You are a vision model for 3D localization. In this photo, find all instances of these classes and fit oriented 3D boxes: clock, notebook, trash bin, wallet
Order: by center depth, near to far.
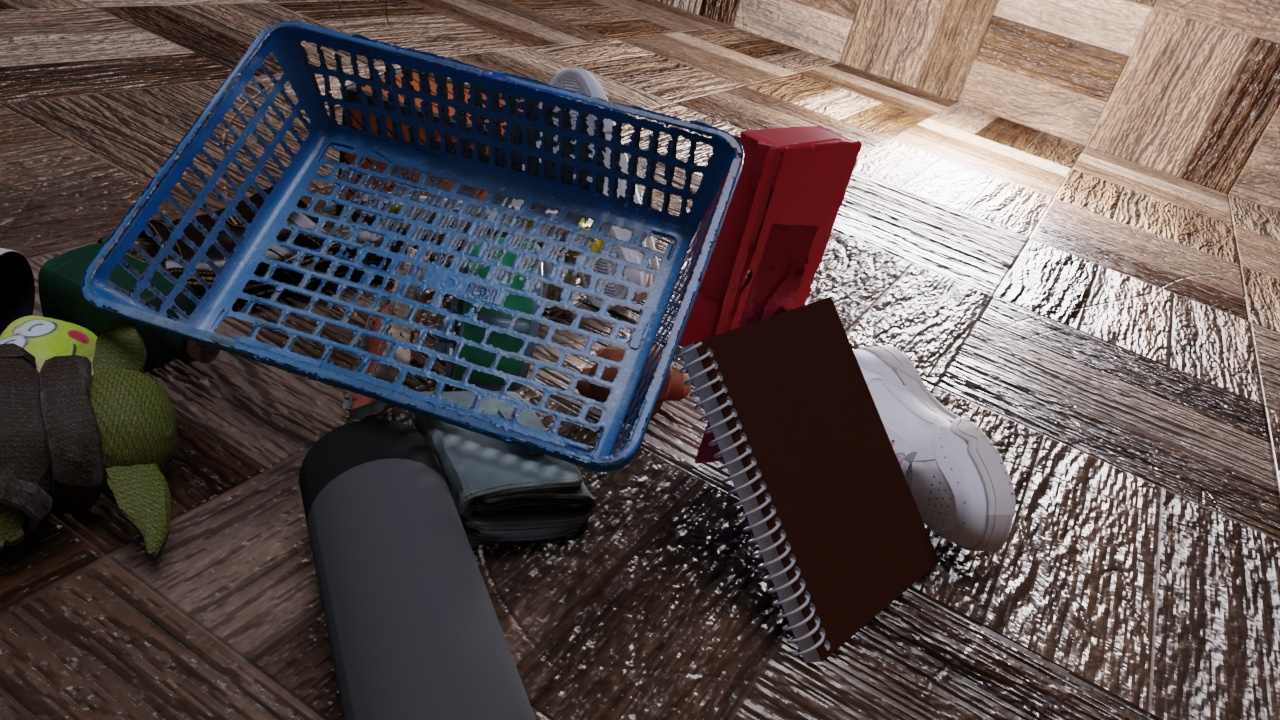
[{"bbox_3d":[0.118,0.071,0.619,0.171,0.022,0.209,-19,86,-45],"label":"notebook"},{"bbox_3d":[-0.097,0.068,0.625,0.100,0.054,0.131,6,25,-36],"label":"wallet"},{"bbox_3d":[-0.125,-0.052,0.742,0.075,0.122,0.161,7,42,-16],"label":"clock"},{"bbox_3d":[-0.201,-0.207,0.963,0.172,0.140,0.139,19,29,7],"label":"trash bin"}]

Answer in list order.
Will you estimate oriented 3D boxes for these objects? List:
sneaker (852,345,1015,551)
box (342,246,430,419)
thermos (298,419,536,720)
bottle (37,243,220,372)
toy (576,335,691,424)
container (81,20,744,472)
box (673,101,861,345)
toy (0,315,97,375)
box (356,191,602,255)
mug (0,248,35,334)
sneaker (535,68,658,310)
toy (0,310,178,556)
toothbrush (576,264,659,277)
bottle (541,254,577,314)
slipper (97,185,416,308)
[{"bbox_3d":[0.194,0.068,0.735,0.104,0.090,0.236,-3,34,-14],"label":"sneaker"},{"bbox_3d":[-0.197,-0.025,0.728,0.042,0.083,0.186,22,24,-19],"label":"box"},{"bbox_3d":[-0.119,0.132,0.475,0.082,0.082,0.240,-2,33,-27],"label":"thermos"},{"bbox_3d":[-0.363,-0.032,0.666,0.131,0.061,0.061,23,33,14],"label":"bottle"},{"bbox_3d":[-0.005,0.005,0.769,0.095,0.065,0.127,1,26,3],"label":"toy"},{"bbox_3d":[-0.137,-0.074,0.621,0.362,0.089,0.256,17,64,9],"label":"container"},{"bbox_3d":[0.122,-0.121,0.889,0.153,0.215,0.164,11,28,-6],"label":"box"},{"bbox_3d":[-0.377,0.011,0.604,0.115,0.046,0.092,23,30,-3],"label":"toy"},{"bbox_3d":[-0.142,-0.129,0.839,0.210,0.036,0.129,9,-2,8],"label":"box"},{"bbox_3d":[-0.477,-0.041,0.600,0.097,0.079,0.112,10,10,-9],"label":"mug"},{"bbox_3d":[-0.035,-0.172,0.930,0.090,0.242,0.090,-14,1,34],"label":"sneaker"},{"bbox_3d":[-0.348,0.044,0.522,0.152,0.078,0.179,-1,49,-37],"label":"toy"},{"bbox_3d":[-0.041,-0.088,0.963,0.188,0.016,0.017,-6,46,-32],"label":"toothbrush"},{"bbox_3d":[-0.115,-0.080,0.870,0.105,0.056,0.056,10,30,-10],"label":"bottle"},{"bbox_3d":[-0.321,-0.105,0.797,0.267,0.076,0.113,-10,37,-37],"label":"slipper"}]
